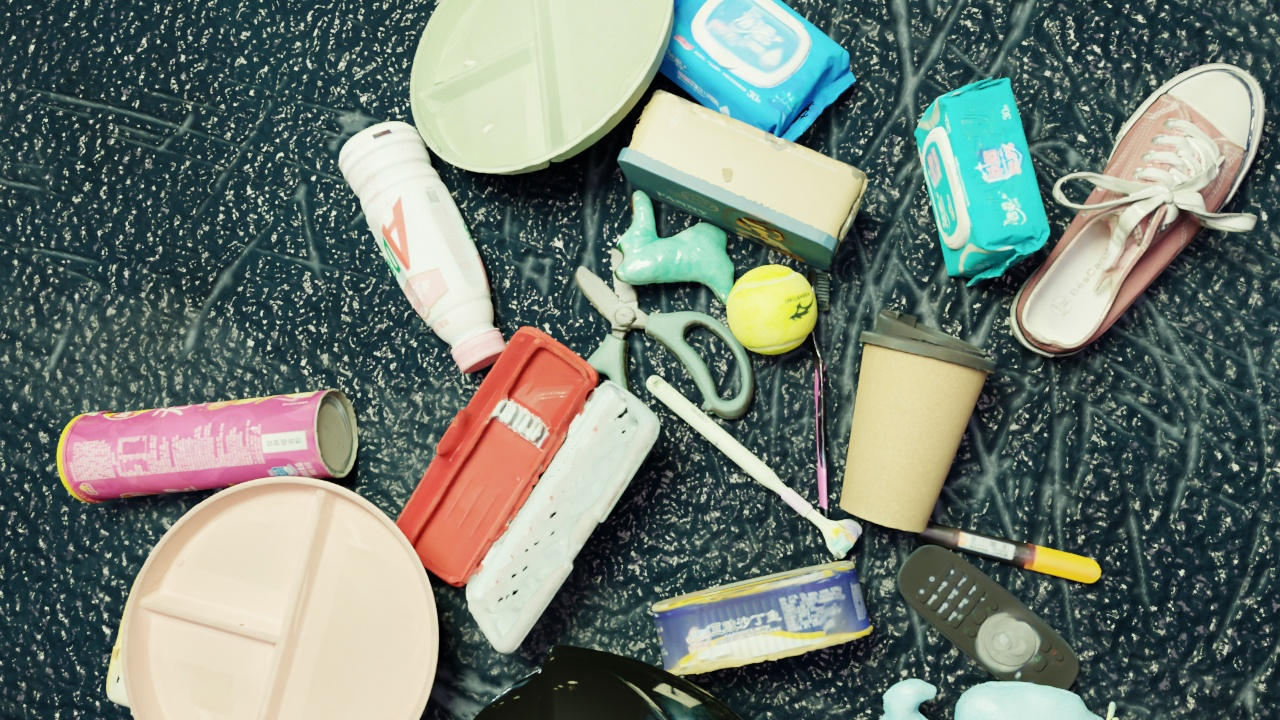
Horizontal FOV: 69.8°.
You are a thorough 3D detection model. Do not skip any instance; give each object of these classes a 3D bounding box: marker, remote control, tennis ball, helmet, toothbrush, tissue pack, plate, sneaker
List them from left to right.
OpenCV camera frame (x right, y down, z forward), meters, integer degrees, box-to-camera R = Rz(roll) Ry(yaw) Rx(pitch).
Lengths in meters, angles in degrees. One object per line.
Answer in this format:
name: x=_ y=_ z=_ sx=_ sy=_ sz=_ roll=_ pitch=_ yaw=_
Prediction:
plate: x=-0.253 y=0.198 z=0.652 sx=0.229 sy=0.028 sz=0.229 roll=-1 pitch=82 yaw=5
plate: x=-0.076 y=-0.240 z=0.694 sx=0.231 sy=0.027 sz=0.229 roll=-9 pitch=68 yaw=24
helmet: x=-0.007 y=0.307 z=0.562 sx=0.275 sy=0.234 sz=0.229 roll=15 pitch=56 yaw=11
tissue pack: x=0.075 y=-0.231 z=0.686 sx=0.157 sy=0.052 sz=0.094 roll=40 pitch=76 yaw=10
toothbrush: x=0.079 y=0.073 z=0.666 sx=0.189 sy=0.020 sz=0.029 roll=39 pitch=73 yaw=7
tennis ball: x=0.095 y=-0.037 z=0.666 sx=0.065 sy=0.065 sz=0.065 roll=-1 pitch=84 yaw=8
toothbrush: x=0.135 y=0.026 z=0.681 sx=0.017 sy=0.014 sz=0.189 roll=-1 pitch=85 yaw=-12
tissue pack: x=0.235 y=-0.120 z=0.641 sx=0.050 sy=0.093 sz=0.133 roll=-12 pitch=82 yaw=2
remote control: x=0.241 y=0.182 z=0.643 sx=0.136 sy=0.024 sz=0.053 roll=39 pitch=91 yaw=8
marker: x=0.259 y=0.135 z=0.651 sx=0.124 sy=0.015 sz=0.018 roll=12 pitch=84 yaw=12
sneaker: x=0.346 y=-0.105 z=0.625 sx=0.118 sy=0.088 sz=0.241 roll=38 pitch=91 yaw=10

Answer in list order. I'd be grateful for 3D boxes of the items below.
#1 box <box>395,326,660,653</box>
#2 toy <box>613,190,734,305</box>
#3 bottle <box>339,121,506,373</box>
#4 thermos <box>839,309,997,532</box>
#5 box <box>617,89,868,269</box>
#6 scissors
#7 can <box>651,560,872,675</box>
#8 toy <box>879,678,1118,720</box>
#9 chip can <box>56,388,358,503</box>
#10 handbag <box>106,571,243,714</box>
box: x=-0.084 y=0.091 z=0.673 sx=0.160 sy=0.063 sz=0.201 roll=36 pitch=95 yaw=29
toy: x=0.023 y=-0.084 z=0.693 sx=0.092 sy=0.030 sz=0.096 roll=-5 pitch=77 yaw=-8
bottle: x=-0.163 y=-0.085 z=0.709 sx=0.068 sy=0.068 sz=0.197 roll=-28 pitch=84 yaw=4
thermos: x=0.186 y=0.041 z=0.638 sx=0.093 sy=0.093 sz=0.143 roll=15 pitch=95 yaw=9
box: x=0.069 y=-0.132 z=0.669 sx=0.184 sy=0.090 sz=0.063 roll=23 pitch=88 yaw=12
scissors: x=-0.009 y=0.005 z=0.701 sx=0.176 sy=0.019 sz=0.172 roll=43 pitch=92 yaw=9
can: x=0.083 y=0.180 z=0.641 sx=0.148 sy=0.074 sz=0.049 roll=-14 pitch=79 yaw=7
toy: x=0.243 y=0.265 z=0.619 sx=0.156 sy=0.049 sz=0.161 roll=-42 pitch=92 yaw=16
chip can: x=-0.333 y=0.067 z=0.715 sx=0.211 sy=0.071 sz=0.071 roll=-6 pitch=83 yaw=7
handbag: x=-0.314 y=0.249 z=0.693 sx=0.163 sy=0.063 sz=0.178 roll=14 pitch=81 yaw=8
